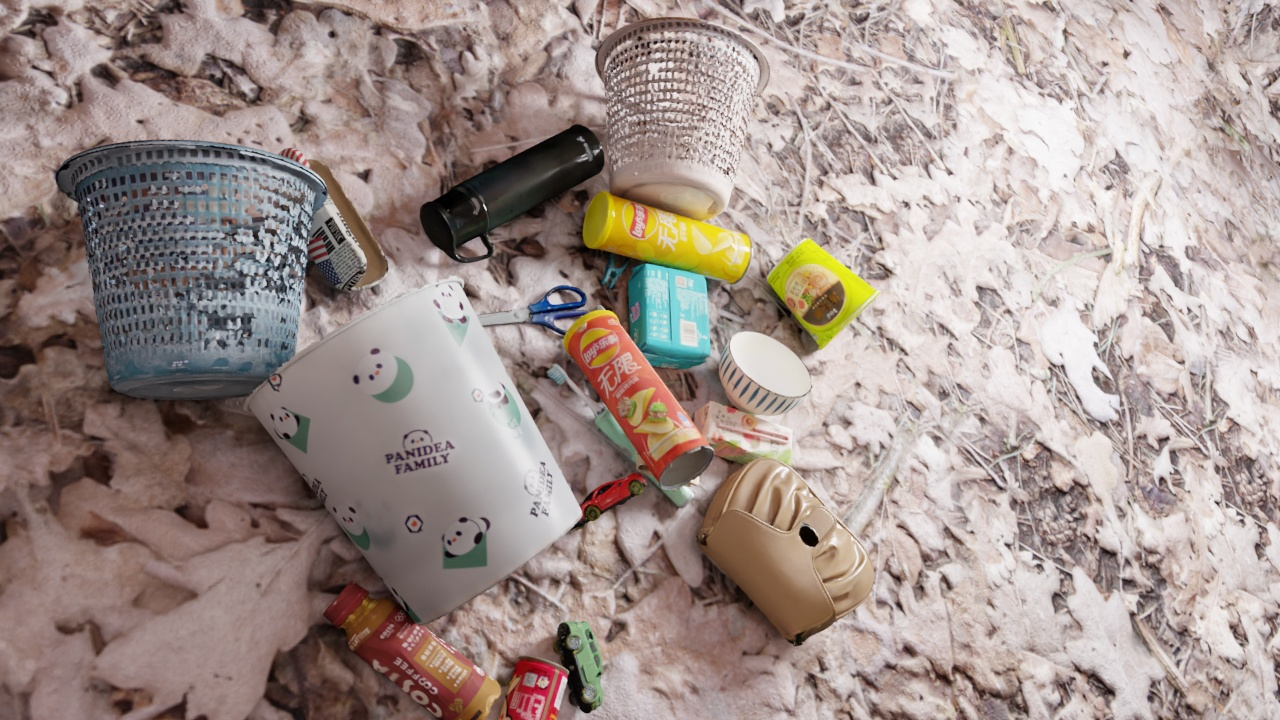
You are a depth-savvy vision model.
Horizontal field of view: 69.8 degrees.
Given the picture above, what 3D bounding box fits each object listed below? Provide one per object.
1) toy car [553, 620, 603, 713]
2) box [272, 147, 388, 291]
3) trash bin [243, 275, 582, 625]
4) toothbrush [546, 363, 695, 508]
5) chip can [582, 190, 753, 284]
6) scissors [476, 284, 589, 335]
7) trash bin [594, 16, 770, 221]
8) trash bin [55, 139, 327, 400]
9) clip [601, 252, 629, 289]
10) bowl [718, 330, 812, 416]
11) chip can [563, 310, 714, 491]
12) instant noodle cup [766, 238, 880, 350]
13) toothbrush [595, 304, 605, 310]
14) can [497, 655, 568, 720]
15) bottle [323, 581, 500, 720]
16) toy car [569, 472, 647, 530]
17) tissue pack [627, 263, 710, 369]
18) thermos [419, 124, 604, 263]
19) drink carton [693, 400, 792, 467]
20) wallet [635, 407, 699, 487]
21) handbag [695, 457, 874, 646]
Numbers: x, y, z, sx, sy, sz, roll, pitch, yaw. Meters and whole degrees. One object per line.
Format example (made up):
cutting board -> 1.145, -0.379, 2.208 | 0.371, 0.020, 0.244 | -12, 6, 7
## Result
toy car -> -0.059, 0.308, 0.925 | 0.036, 0.043, 0.091 | -6, 71, -30
box -> -0.332, -0.151, 0.971 | 0.076, 0.088, 0.162 | -29, 86, -19
trash bin -> -0.197, 0.089, 0.856 | 0.228, 0.230, 0.252 | -33, 90, -34
toothbrush -> -0.022, 0.084, 1.056 | 0.224, 0.027, 0.027 | 45, 64, -2
chip can -> 0.037, -0.152, 1.159 | 0.213, 0.072, 0.072 | 13, 62, -26
scissors -> -0.139, -0.063, 1.074 | 0.174, 0.012, 0.107 | 16, 63, -19
trash bin -> 0.045, -0.288, 1.165 | 0.227, 0.228, 0.192 | 11, 76, -22
trash bin -> -0.401, -0.068, 0.839 | 0.226, 0.227, 0.195 | -1, 81, -27
clip -> -0.034, -0.113, 1.149 | 0.039, 0.014, 0.055 | 32, 55, -10
bowl -> 0.146, 0.026, 1.135 | 0.116, 0.066, 0.116 | 20, 36, -15
chip can -> -0.004, 0.040, 1.016 | 0.073, 0.073, 0.216 | -17, 55, -32
instant noodle cup -> 0.237, -0.095, 1.230 | 0.123, 0.112, 0.111 | 46, 55, 9
toothbrush -> -0.006, 0.006, 1.086 | 0.017, 0.016, 0.187 | 3, 49, -52
can -> -0.112, 0.354, 0.871 | 0.053, 0.053, 0.132 | 26, 59, -15
bottle -> -0.214, 0.274, 0.853 | 0.175, 0.058, 0.057 | 40, 56, -5
toy car -> -0.042, 0.154, 1.001 | 0.106, 0.049, 0.031 | -28, 82, -33
tissue pack -> 0.034, -0.056, 1.135 | 0.093, 0.050, 0.133 | 10, 63, -22
thermos -> -0.147, -0.199, 1.106 | 0.241, 0.069, 0.090 | -37, 114, -32
drink carton -> 0.126, 0.094, 1.116 | 0.122, 0.046, 0.053 | 20, 59, -19
wallet -> 0.030, 0.092, 1.061 | 0.087, 0.024, 0.115 | 22, 38, -23
handbag -> 0.168, 0.214, 1.049 | 0.204, 0.100, 0.147 | 46, 59, 3
